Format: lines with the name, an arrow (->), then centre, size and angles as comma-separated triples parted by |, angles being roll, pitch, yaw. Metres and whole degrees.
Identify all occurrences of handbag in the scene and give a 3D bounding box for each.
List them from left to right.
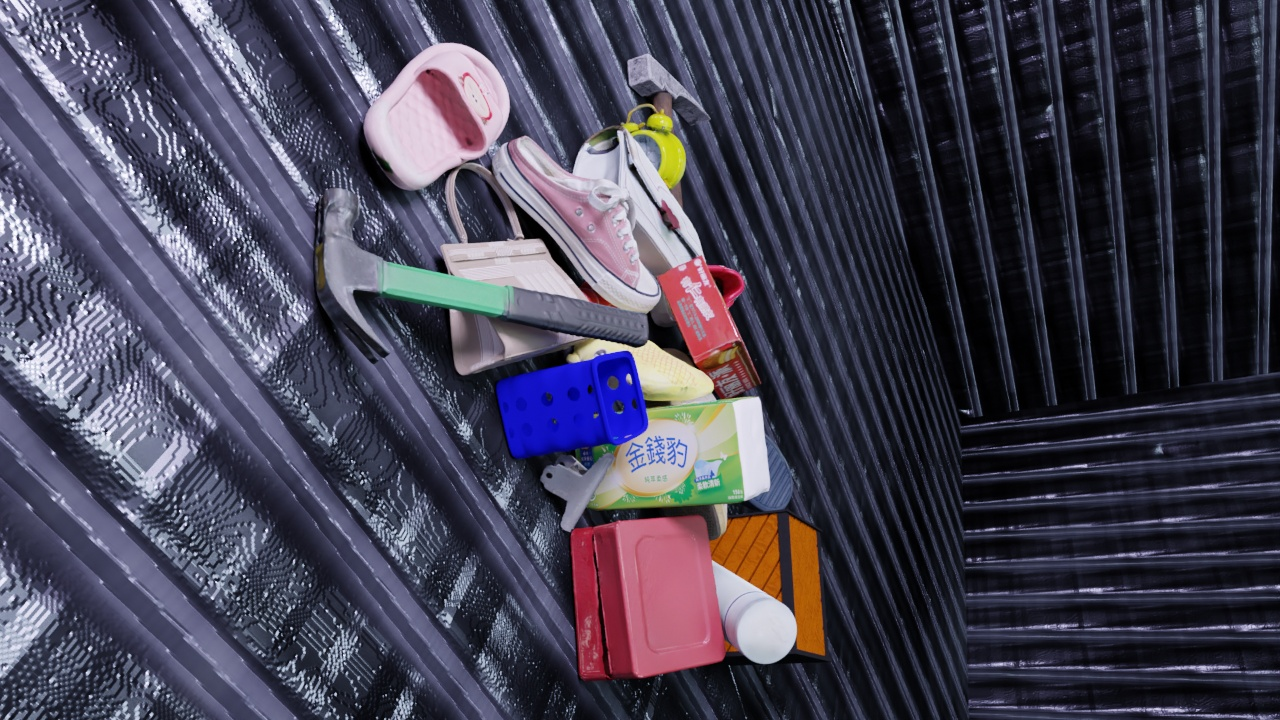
handbag -> -0.133, -0.099, 0.889 | 0.175, 0.062, 0.198 | -19, 88, -62
handbag -> 0.001, -0.173, 1.131 | 0.198, 0.096, 0.141 | 48, 38, -43

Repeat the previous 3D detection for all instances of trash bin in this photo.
trash bin -> 0.153, 0.299, 1.190 | 0.139, 0.140, 0.171 | 35, 49, -54

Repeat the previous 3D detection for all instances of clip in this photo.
clip -> -0.071, 0.122, 0.916 | 0.054, 0.102, 0.043 | 33, 25, 8

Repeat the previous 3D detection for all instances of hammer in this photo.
hammer -> -0.119, -0.048, 0.786 | 0.318, 0.032, 0.130 | 9, 67, -40
hammer -> 0.057, -0.270, 1.353 | 0.217, 0.037, 0.300 | 18, 64, -61

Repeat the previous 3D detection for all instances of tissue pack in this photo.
tissue pack -> 0.045, 0.098, 0.992 | 0.141, 0.198, 0.120 | -3, 92, -64

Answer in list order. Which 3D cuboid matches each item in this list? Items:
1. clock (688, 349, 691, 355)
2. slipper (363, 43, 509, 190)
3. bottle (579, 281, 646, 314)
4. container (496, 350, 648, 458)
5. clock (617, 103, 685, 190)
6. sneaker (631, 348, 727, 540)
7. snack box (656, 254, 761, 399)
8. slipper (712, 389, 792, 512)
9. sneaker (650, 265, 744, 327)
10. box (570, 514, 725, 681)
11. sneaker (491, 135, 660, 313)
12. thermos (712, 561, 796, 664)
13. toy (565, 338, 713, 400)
clock -> 0.108, 0.008, 1.321 | 0.124, 0.053, 0.089 | 51, 37, -48
slipper -> -0.179, -0.227, 0.839 | 0.107, 0.056, 0.220 | 63, 31, -24
bottle -> -0.039, -0.068, 1.047 | 0.137, 0.062, 0.062 | -17, 95, -65
container -> -0.066, 0.044, 0.885 | 0.085, 0.114, 0.084 | -15, 93, -64
clock -> 0.011, -0.277, 1.211 | 0.057, 0.083, 0.119 | -11, 92, -57
sneaker -> 0.063, 0.097, 1.130 | 0.102, 0.089, 0.241 | -16, 88, -47
snack box -> 0.088, -0.031, 1.114 | 0.236, 0.060, 0.113 | 46, 20, -71
slipper -> 0.100, 0.115, 1.243 | 0.263, 0.083, 0.101 | 47, 49, -17
sneaker -> 0.102, -0.096, 1.291 | 0.236, 0.104, 0.090 | -5, 84, -64
box -> 0.006, 0.243, 0.943 | 0.137, 0.127, 0.157 | 13, 68, -57
sneaker -> -0.045, -0.149, 0.961 | 0.241, 0.088, 0.118 | 45, 26, -28
thermos -> 0.097, 0.272, 1.025 | 0.230, 0.068, 0.068 | -177, -107, -75
toy -> -0.006, 0.006, 0.989 | 0.154, 0.170, 0.065 | 7, 102, -38
